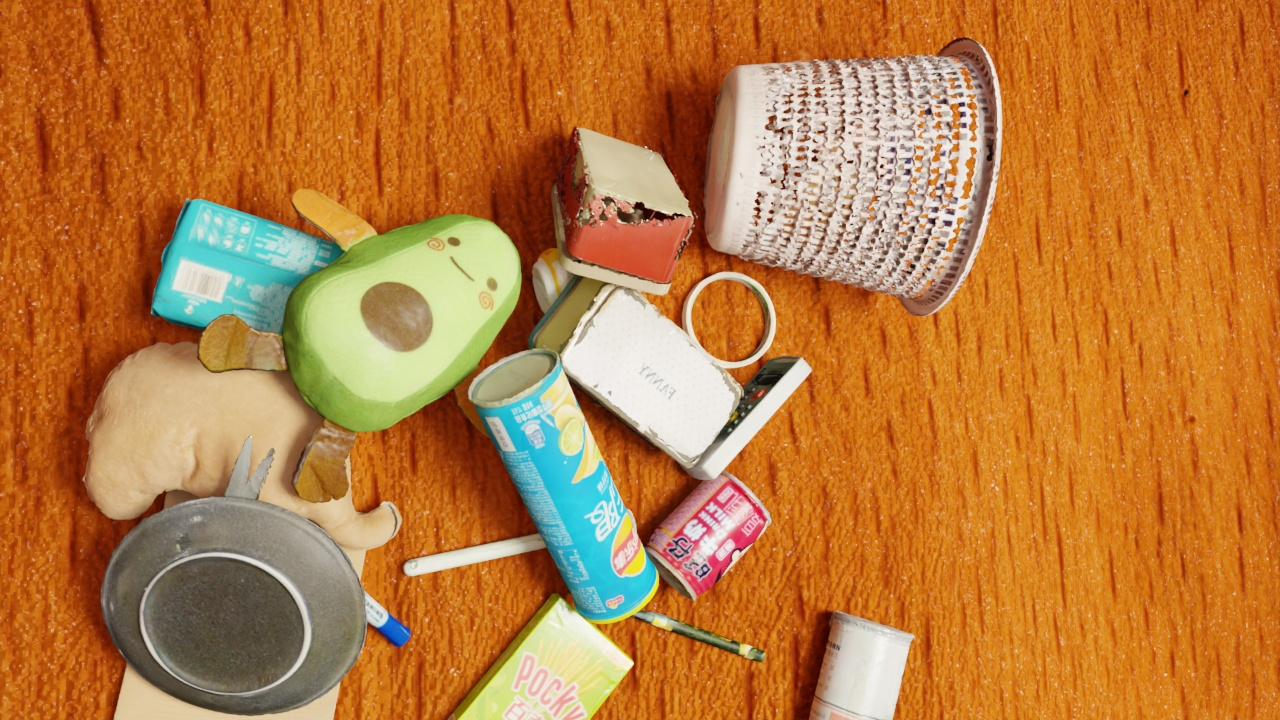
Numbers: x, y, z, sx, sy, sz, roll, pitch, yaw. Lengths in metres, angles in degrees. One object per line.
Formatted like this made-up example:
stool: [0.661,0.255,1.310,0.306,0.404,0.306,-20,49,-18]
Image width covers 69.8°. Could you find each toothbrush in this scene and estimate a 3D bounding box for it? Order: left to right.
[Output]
toothbrush: [-0.095,0.151,0.744,0.189,0.020,0.029,-9,63,-16]
toothbrush: [0.025,0.220,0.778,0.185,0.012,0.017,23,68,-14]

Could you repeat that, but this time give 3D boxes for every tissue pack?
tissue pack: [-0.285,-0.058,0.687,0.133,0.050,0.093,17,78,-15]

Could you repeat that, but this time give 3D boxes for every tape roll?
tape roll: [0.078,-0.036,0.814,0.085,0.014,0.085,1,85,-17]

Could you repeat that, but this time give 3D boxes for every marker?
marker: [-0.219,0.166,0.674,0.016,0.017,0.146,-45,125,-16]

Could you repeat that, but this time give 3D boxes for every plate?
plate: [-0.281,0.177,0.630,0.179,0.024,0.179,-1,109,-2]

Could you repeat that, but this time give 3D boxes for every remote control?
remote control: [0.088,0.048,0.788,0.135,0.056,0.019,-46,104,-15]

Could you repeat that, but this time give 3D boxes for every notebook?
notebook: [-0.295,0.208,0.682,0.149,0.012,0.211,12,81,-15]

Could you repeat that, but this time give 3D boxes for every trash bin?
trash bin: [0.158,-0.157,0.759,0.192,0.227,0.227,5,84,-4]

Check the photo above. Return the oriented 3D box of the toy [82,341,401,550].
toy: [-0.276,0.066,0.665,0.226,0.082,0.143,19,90,-13]

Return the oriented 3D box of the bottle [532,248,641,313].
bottle: [-0.032,-0.070,0.758,0.108,0.063,0.063,-16,90,-18]

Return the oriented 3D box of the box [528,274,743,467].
box: [-0.004,0.004,0.726,0.184,0.061,0.089,43,82,-31]

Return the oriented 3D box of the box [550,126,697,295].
box: [-0.017,-0.127,0.705,0.091,0.168,0.080,13,116,-16]

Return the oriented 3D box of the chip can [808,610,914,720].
chip can: [0.172,0.329,0.782,0.071,0.071,0.214,19,80,-15]

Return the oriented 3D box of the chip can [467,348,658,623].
chip can: [-0.054,0.097,0.686,0.071,0.071,0.210,-30,117,-17]

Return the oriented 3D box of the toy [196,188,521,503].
toy: [-0.177,-0.025,0.659,0.246,0.090,0.227,-45,110,-32]

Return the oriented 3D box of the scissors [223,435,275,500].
scissors: [-0.282,0.131,0.637,0.172,0.014,0.146,-26,112,9]

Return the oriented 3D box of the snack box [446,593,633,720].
snack box: [-0.087,0.274,0.731,0.086,0.026,0.156,45,74,-10]

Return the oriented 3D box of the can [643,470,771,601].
can: [0.054,0.145,0.764,0.093,0.067,0.066,-43,98,-16]
